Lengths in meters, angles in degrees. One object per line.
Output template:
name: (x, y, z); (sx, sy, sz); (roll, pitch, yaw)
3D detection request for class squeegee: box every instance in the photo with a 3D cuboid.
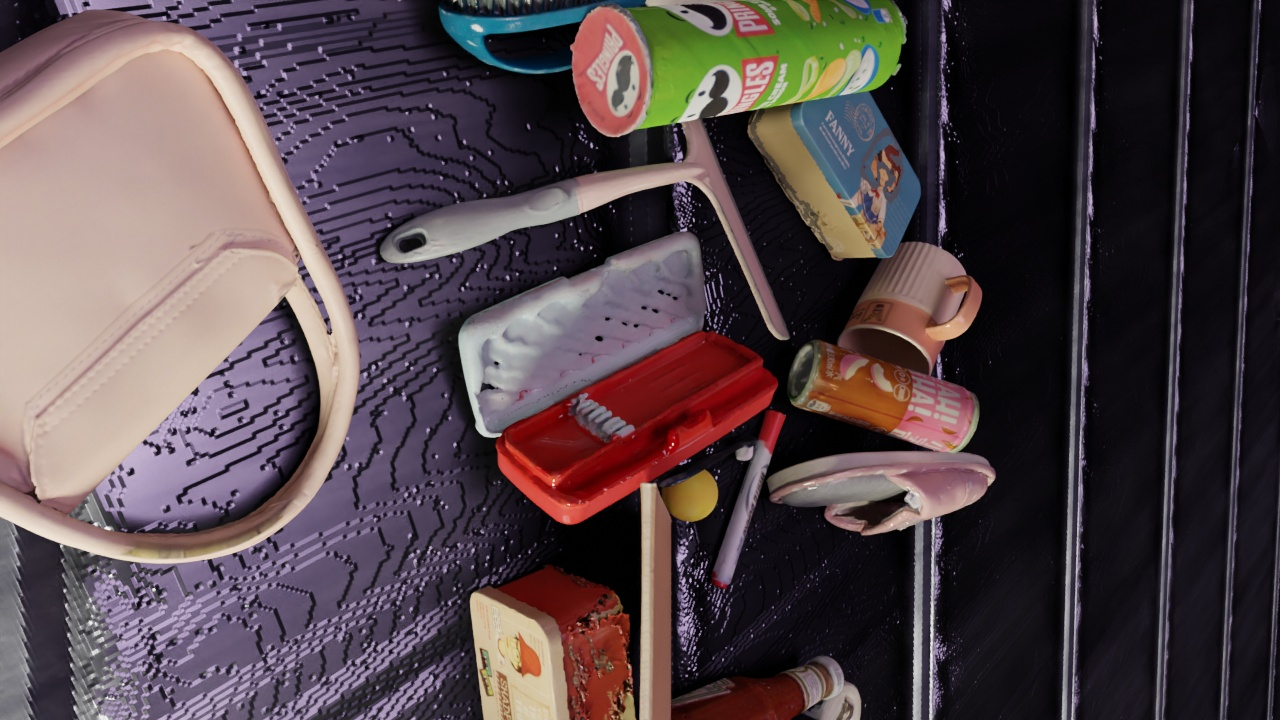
squeegee: (-0.034, -0.097, 0.550); (0.249, 0.040, 0.247); (-20, 88, -30)

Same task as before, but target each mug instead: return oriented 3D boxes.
mug: (0.239, -0.043, 0.791); (0.081, 0.115, 0.105); (43, 61, -20)

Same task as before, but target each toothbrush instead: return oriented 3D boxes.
toothbrush: (0.049, 0.072, 0.644); (0.180, 0.016, 0.018); (-6, 107, -65)

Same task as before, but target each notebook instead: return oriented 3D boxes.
notebook: (0.012, 0.194, 0.568); (0.149, 0.012, 0.211); (72, 18, -71)

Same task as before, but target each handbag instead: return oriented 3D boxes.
handbag: (-0.214, -0.006, 0.394); (0.192, 0.093, 0.234); (-54, 134, -27)

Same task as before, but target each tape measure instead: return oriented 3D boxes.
tape measure: (0.163, 0.309, 0.801); (0.066, 0.034, 0.066); (44, 65, -38)

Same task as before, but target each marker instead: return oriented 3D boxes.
marker: (0.084, 0.108, 0.721); (0.017, 0.017, 0.145); (34, 70, -40)

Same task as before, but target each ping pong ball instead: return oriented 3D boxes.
ping pong ball: (0.035, 0.095, 0.656); (0.040, 0.040, 0.040); (-4, 96, -43)

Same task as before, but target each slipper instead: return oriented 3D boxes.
slipper: (0.217, 0.117, 0.789); (0.273, 0.114, 0.054); (9, 63, -42)

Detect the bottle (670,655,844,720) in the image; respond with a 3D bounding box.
bottle: (0.086, 0.270, 0.706); (0.205, 0.060, 0.060); (-3, 96, -44)

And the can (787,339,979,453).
can: (0.197, 0.030, 0.749); (0.147, 0.058, 0.058); (17, 80, -10)

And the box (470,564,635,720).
box: (-0.042, 0.216, 0.558); (0.076, 0.091, 0.168); (-13, 102, -39)

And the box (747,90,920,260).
box: (0.156, -0.166, 0.738); (0.184, 0.061, 0.089); (44, 63, -38)

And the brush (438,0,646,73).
brush: (-0.053, -0.207, 0.540); (0.143, 0.055, 0.074); (-28, 138, -36)

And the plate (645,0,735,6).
plate: (0.034, -0.292, 0.543); (0.164, 0.164, 0.034); (34, 48, -32)

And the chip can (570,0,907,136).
chip can: (0.070, -0.194, 0.583); (0.235, 0.072, 0.072); (-20, 107, -35)

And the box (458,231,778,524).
box: (-0.007, 0.000, 0.576); (0.200, 0.119, 0.098); (-27, 139, -38)
